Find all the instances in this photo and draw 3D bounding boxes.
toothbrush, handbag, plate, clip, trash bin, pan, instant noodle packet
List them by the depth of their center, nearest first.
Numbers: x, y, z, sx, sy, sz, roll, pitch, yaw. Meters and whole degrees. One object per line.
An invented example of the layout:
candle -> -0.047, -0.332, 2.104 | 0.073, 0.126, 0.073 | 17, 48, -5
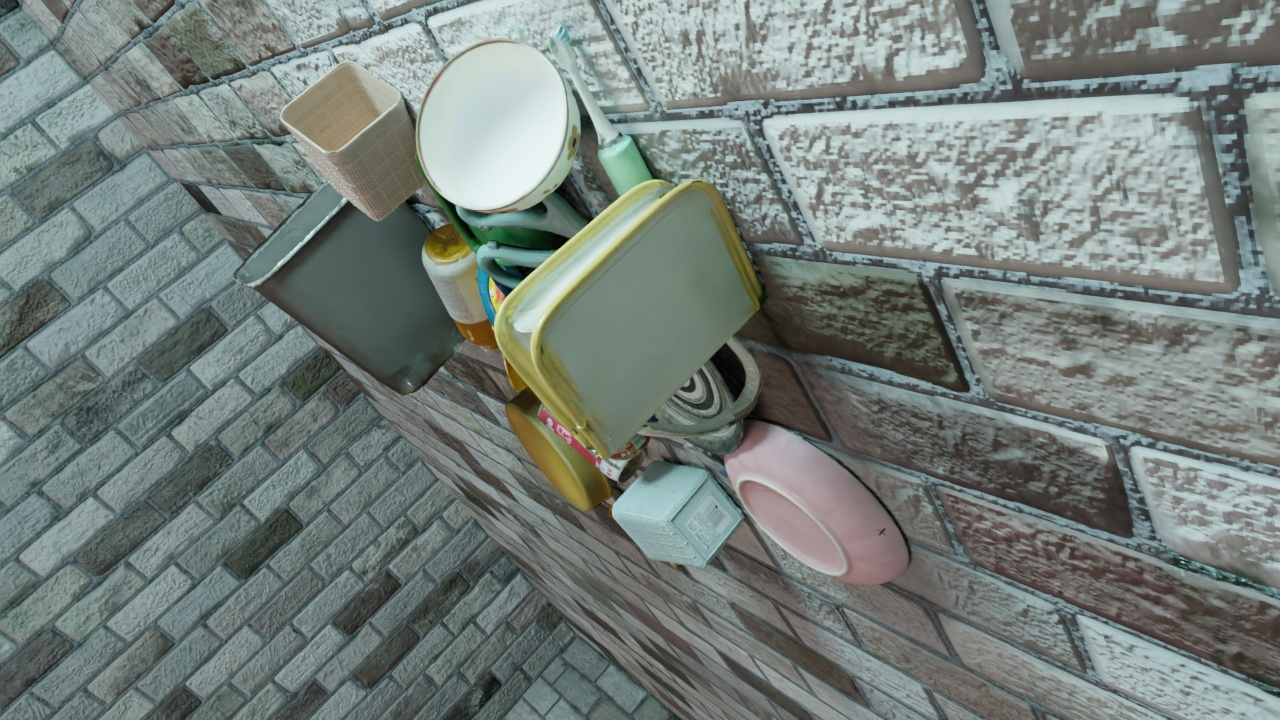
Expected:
handbag -> 0.009, -0.010, 0.600 | 0.063, 0.163, 0.179 | 22, 151, 52
toothbrush -> -0.004, -0.118, 0.613 | 0.026, 0.027, 0.224 | -12, 128, 27
handbag -> -0.106, -0.137, 0.736 | 0.120, 0.067, 0.131 | 17, 146, 38
plate -> 0.027, 0.007, 0.796 | 0.179, 0.024, 0.180 | 40, 157, 20
plate -> 0.142, 0.133, 0.805 | 0.192, 0.039, 0.193 | 39, 160, 17
clip -> 0.070, 0.095, 0.908 | 0.057, 0.032, 0.025 | 42, 163, -4
instant noodle packet -> -0.128, -0.040, 0.940 | 0.129, 0.044, 0.110 | 86, 176, -61
trash bin -> -0.319, -0.092, 1.084 | 0.220, 0.198, 0.199 | 47, 164, -28
pan -> -0.061, 0.180, 1.309 | 0.357, 0.078, 0.198 | 57, 161, -14

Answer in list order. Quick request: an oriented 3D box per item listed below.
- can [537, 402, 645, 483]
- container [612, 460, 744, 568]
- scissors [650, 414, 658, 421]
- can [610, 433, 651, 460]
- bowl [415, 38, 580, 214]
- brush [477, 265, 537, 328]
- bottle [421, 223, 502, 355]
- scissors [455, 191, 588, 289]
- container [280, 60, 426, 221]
can -> -0.059, 0.089, 1.102 | 0.133, 0.053, 0.053 | 37, 159, 22
container -> 0.043, 0.170, 1.010 | 0.090, 0.089, 0.112 | 50, 158, -16
scissors -> 0.005, 0.011, 0.880 | 0.132, 0.012, 0.173 | 39, 159, 21
can -> -0.045, 0.038, 0.964 | 0.058, 0.057, 0.147 | 18, 147, 53
bowl -> -0.087, -0.152, 0.619 | 0.113, 0.113, 0.062 | 38, -168, 19
brush -> -0.100, -0.043, 0.845 | 0.144, 0.073, 0.055 | 52, 160, -22
bottle -> -0.181, -0.070, 1.006 | 0.068, 0.068, 0.190 | 35, 159, 26
scissors -> -0.053, -0.081, 0.699 | 0.180, 0.019, 0.143 | 12, 141, 8
container -> -0.265, -0.204, 0.878 | 0.090, 0.089, 0.111 | 36, 162, 25
